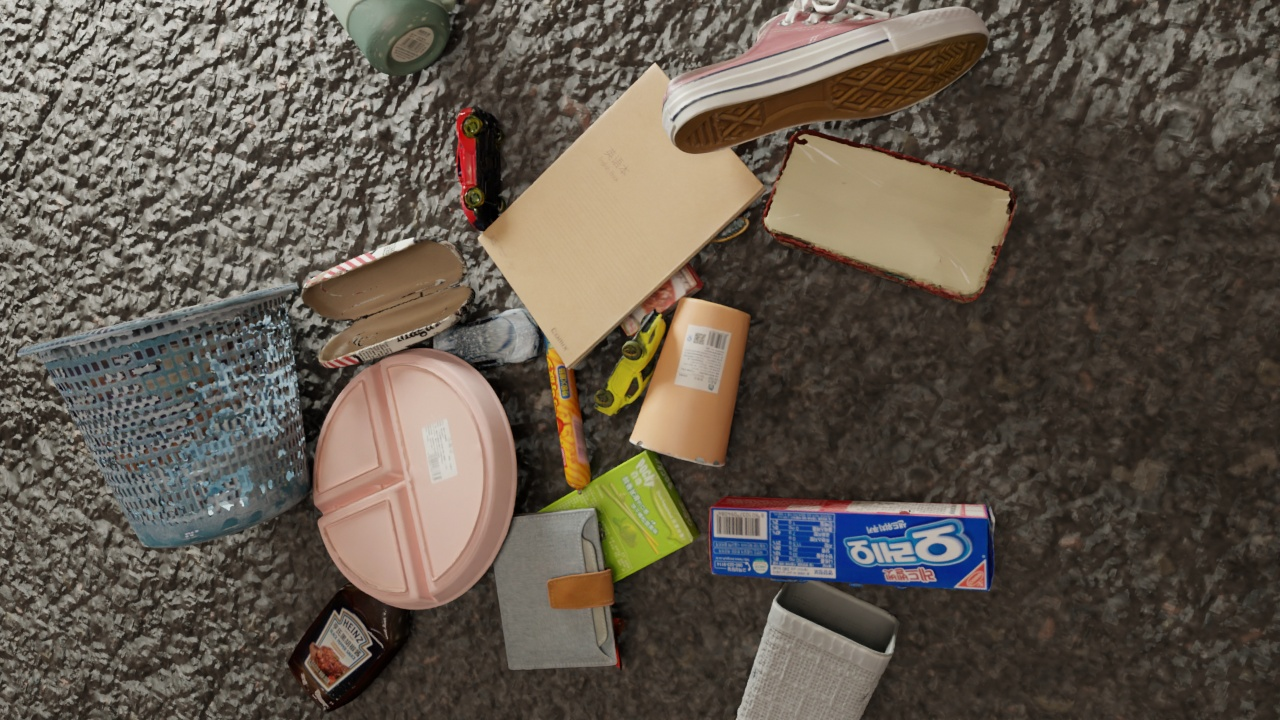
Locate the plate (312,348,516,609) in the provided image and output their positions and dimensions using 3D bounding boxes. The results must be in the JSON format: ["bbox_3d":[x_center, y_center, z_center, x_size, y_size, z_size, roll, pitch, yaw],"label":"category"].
[{"bbox_3d":[-0.207,0.102,0.803,0.230,0.028,0.229,-4,81,29],"label":"plate"}]

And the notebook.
[{"bbox_3d":[-0.023,-0.117,0.742,0.212,0.012,0.149,-42,69,14],"label":"notebook"}]

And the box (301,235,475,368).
[{"bbox_3d":[-0.226,-0.046,0.817,0.162,0.076,0.087,-18,56,16],"label":"box"}]

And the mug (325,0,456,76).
[{"bbox_3d":[-0.213,-0.320,0.810,0.111,0.082,0.106,-32,79,-15],"label":"mug"}]

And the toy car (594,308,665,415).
[{"bbox_3d":[-0.004,0.004,0.742,0.032,0.048,0.105,31,131,2],"label":"toy car"}]

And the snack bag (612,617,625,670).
[{"bbox_3d":[-0.060,0.243,0.793,0.105,0.026,0.045,-7,92,21],"label":"snack bag"}]

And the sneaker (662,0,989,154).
[{"bbox_3d":[0.128,-0.225,0.673,0.241,0.118,0.087,-14,73,4],"label":"sneaker"}]

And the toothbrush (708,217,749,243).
[{"bbox_3d":[-0.001,-0.073,0.741,0.192,0.018,0.016,-23,83,18],"label":"toothbrush"}]

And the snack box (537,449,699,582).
[{"bbox_3d":[-0.036,0.148,0.782,0.157,0.026,0.085,-32,81,17],"label":"snack box"}]

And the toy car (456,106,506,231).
[{"bbox_3d":[-0.141,-0.165,0.799,0.031,0.049,0.106,-3,90,19],"label":"toy car"}]

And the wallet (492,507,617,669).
[{"bbox_3d":[-0.072,0.191,0.762,0.107,0.037,0.129,-8,90,19],"label":"wallet"}]

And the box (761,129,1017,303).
[{"bbox_3d":[0.180,-0.105,0.675,0.168,0.078,0.091,21,97,18],"label":"box"}]

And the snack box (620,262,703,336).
[{"bbox_3d":[-0.020,-0.102,0.771,0.075,0.025,0.153,-36,80,16],"label":"snack box"}]

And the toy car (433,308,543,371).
[{"bbox_3d":[-0.136,-0.016,0.811,0.106,0.031,0.049,-12,88,18],"label":"toy car"}]

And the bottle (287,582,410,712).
[{"bbox_3d":[-0.246,0.234,0.848,0.080,0.044,0.195,44,103,17],"label":"bottle"}]

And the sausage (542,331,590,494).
[{"bbox_3d":[-0.063,0.032,0.781,0.021,0.021,0.165,-15,77,18],"label":"sausage"}]

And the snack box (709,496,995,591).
[{"bbox_3d":[0.159,0.137,0.699,0.208,0.058,0.057,-1,91,19],"label":"snack box"}]

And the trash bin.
[{"bbox_3d":[-0.396,0.051,0.821,0.227,0.226,0.195,-9,101,19],"label":"trash bin"}]

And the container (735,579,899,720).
[{"bbox_3d":[0.131,0.240,0.697,0.090,0.090,0.114,22,101,18],"label":"container"}]

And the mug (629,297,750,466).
[{"bbox_3d":[0.044,0.015,0.729,0.078,0.078,0.123,15,92,18],"label":"mug"}]
